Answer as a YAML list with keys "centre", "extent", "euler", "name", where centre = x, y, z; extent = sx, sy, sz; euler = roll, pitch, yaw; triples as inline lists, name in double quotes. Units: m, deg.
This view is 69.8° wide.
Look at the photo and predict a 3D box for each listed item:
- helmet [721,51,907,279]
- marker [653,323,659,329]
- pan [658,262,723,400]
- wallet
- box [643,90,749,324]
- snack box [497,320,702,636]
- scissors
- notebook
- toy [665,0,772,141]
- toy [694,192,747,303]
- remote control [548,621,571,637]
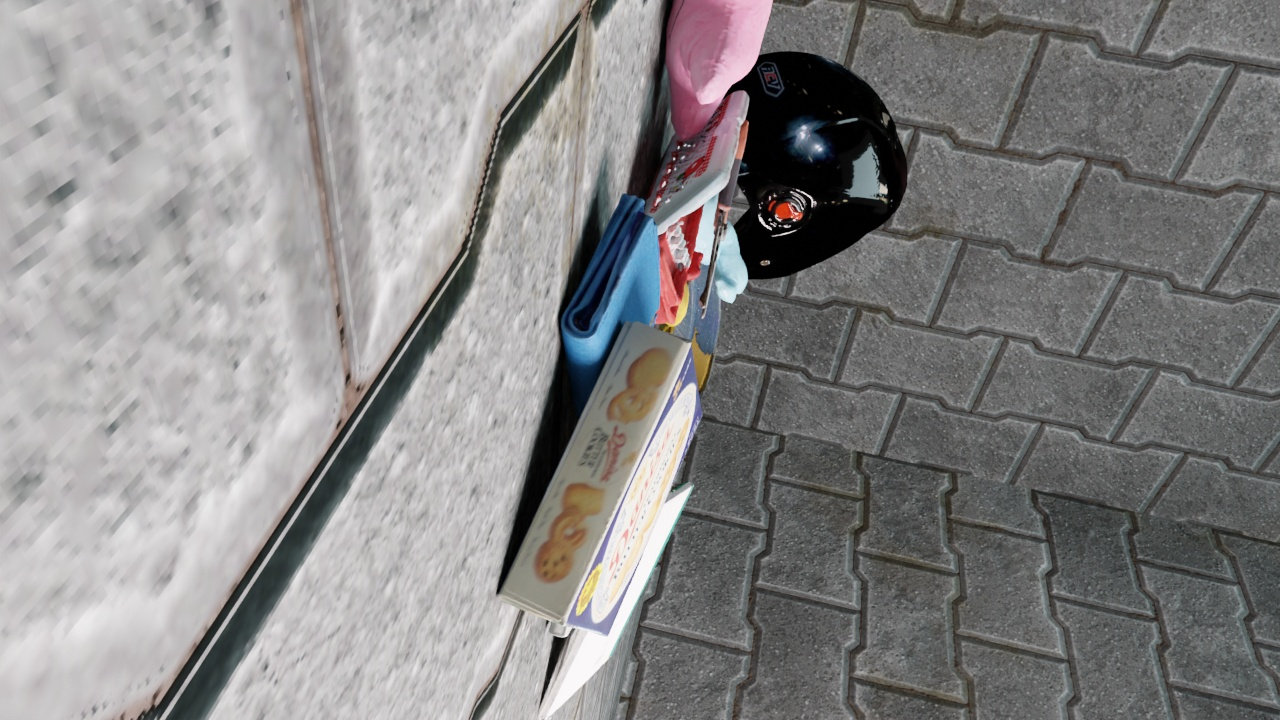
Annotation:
- centre: [0.172, -0.234, 1.043]
  extent: [0.274, 0.231, 0.233]
  euler: [44, 33, -49]
  name: "helmet"
- centre: [-0.005, 0.005, 0.828]
  extent: [0.015, 0.018, 0.124]
  euler: [-13, 126, -63]
  name: "marker"
- centre: [0.044, -0.039, 0.990]
  extent: [0.357, 0.078, 0.197]
  euler: [40, 63, -69]
  name: "pan"
- centre: [-0.019, -0.029, 0.585]
  extent: [0.133, 0.040, 0.106]
  euler: [91, 21, -64]
  name: "wallet"
- centre: [0.036, -0.133, 0.746]
  extent: [0.200, 0.073, 0.155]
  euler: [-74, -177, -55]
  name: "box"
- centre: [-0.016, 0.087, 0.604]
  extent: [0.182, 0.046, 0.177]
  euler: [71, 42, -71]
  name: "snack box"
- centre: [0.075, -0.138, 0.823]
  extent: [0.206, 0.015, 0.192]
  euler: [-74, 176, -70]
  name: "scissors"
- centre: [-0.017, 0.216, 0.848]
  extent: [0.209, 0.012, 0.150]
  euler: [-66, 163, 13]
  name: "notebook"
- centre: [0.057, -0.261, 0.690]
  extent: [0.178, 0.074, 0.195]
  euler: [-96, -159, -70]
  name: "toy"
- centre: [0.064, -0.138, 0.921]
  extent: [0.156, 0.050, 0.161]
  euler: [19, 57, -66]
  name: "toy"
- centre: [-0.055, 0.197, 0.790]
  extent: [0.125, 0.024, 0.049]
  euler: [3, 98, -84]
  name: "remote control"
